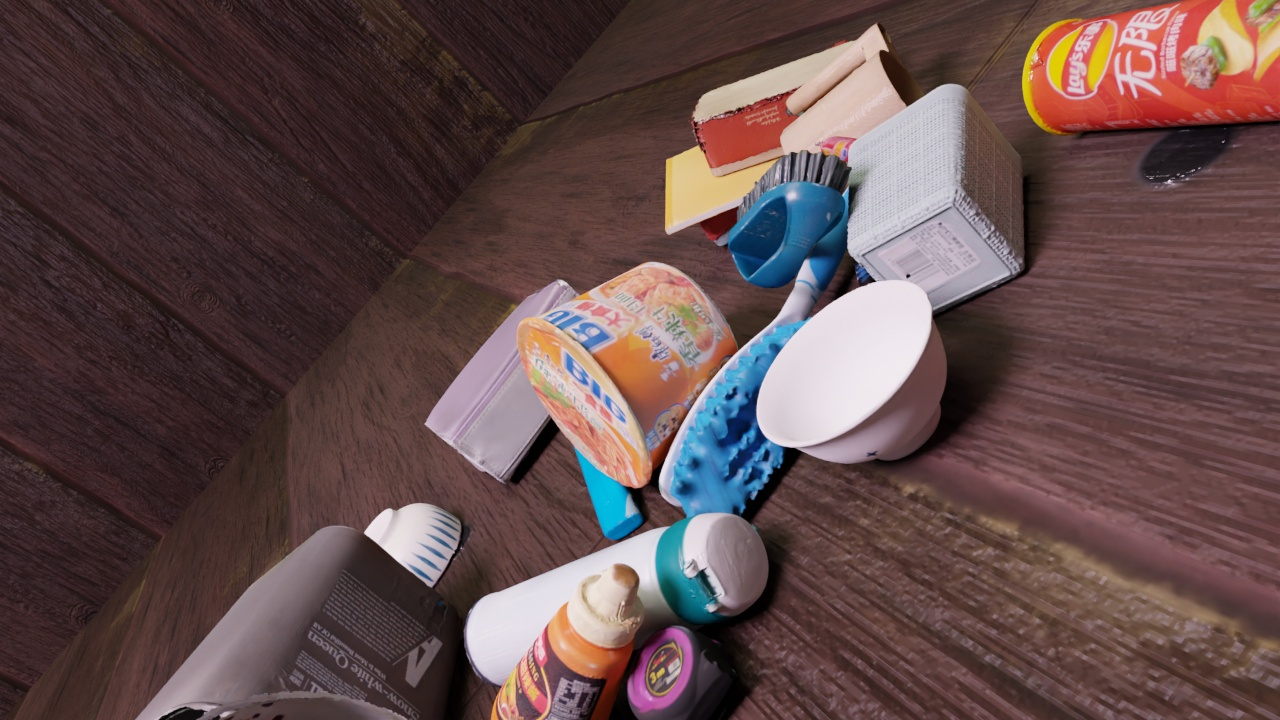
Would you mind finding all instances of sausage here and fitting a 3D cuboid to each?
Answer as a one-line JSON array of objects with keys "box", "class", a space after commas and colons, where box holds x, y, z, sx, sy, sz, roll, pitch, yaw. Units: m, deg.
[{"box": [0.196, -0.150, 0.682, 0.156, 0.020, 0.020, 20, 68, 40], "class": "sausage"}]

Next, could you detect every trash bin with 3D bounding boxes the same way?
[{"box": [-0.249, 0.261, 0.678, 0.199, 0.199, 0.219, -37, 18, 22], "class": "trash bin"}, {"box": [-0.211, 0.333, 0.452, 0.252, 0.229, 0.229, -46, 21, 21], "class": "trash bin"}]

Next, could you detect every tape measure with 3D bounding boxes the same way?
[{"box": [0.023, 0.176, 0.500, 0.057, 0.039, 0.058, -56, 29, -2], "class": "tape measure"}]

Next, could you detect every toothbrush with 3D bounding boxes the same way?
[{"box": [0.164, -0.070, 0.680, 0.014, 0.016, 0.189, -41, 22, 27], "class": "toothbrush"}]

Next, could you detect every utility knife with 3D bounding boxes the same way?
[{"box": [-0.035, 0.085, 0.757, 0.034, 0.018, 0.185, -48, 29, 10], "class": "utility knife"}]

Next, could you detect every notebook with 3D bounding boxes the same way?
[{"box": [0.092, -0.195, 0.922, 0.146, 0.010, 0.205, -21, 27, 13], "class": "notebook"}]

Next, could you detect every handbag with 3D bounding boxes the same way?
[{"box": [-0.128, 0.020, 0.958, 0.196, 0.098, 0.145, -54, 24, -11], "class": "handbag"}]

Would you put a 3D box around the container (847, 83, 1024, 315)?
[{"box": [0.189, -0.097, 0.586, 0.090, 0.090, 0.111, -30, 31, 38], "class": "container"}]

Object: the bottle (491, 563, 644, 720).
[{"box": [-0.036, 0.173, 0.521, 0.066, 0.066, 0.150, -93, 24, -60], "class": "bottle"}]

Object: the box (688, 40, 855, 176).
[{"box": [0.135, -0.249, 0.877, 0.169, 0.077, 0.091, -14, 31, 23], "class": "box"}]

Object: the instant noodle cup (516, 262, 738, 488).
[{"box": [-0.004, 0.004, 0.691, 0.111, 0.151, 0.152, -36, 17, -23], "class": "instant noodle cup"}]

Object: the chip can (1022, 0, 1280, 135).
[{"box": [0.308, -0.160, 0.491, 0.073, 0.073, 0.217, -50, 23, -4], "class": "chip can"}]

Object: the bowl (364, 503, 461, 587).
[{"box": [-0.244, 0.192, 0.929, 0.117, 0.066, 0.116, -40, 23, 21], "class": "bowl"}]

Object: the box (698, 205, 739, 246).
[{"box": [0.091, -0.184, 0.980, 0.087, 0.047, 0.201, -39, 24, 13], "class": "box"}]

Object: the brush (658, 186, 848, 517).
[{"box": [0.107, -0.024, 0.642, 0.314, 0.060, 0.109, -55, 11, -9], "class": "brush"}]

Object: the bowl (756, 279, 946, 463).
[{"box": [0.132, 0.019, 0.525, 0.118, 0.064, 0.118, -38, 24, 21], "class": "bowl"}]

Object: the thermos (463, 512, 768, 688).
[{"box": [-0.019, 0.153, 0.583, 0.225, 0.073, 0.073, -30, 28, 37], "class": "thermos"}]

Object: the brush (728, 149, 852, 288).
[{"box": [0.097, -0.088, 0.629, 0.144, 0.055, 0.073, 139, 144, -76], "class": "brush"}]

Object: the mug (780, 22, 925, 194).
[{"box": [0.177, -0.207, 0.768, 0.104, 0.084, 0.124, -34, 53, 34], "class": "mug"}]
